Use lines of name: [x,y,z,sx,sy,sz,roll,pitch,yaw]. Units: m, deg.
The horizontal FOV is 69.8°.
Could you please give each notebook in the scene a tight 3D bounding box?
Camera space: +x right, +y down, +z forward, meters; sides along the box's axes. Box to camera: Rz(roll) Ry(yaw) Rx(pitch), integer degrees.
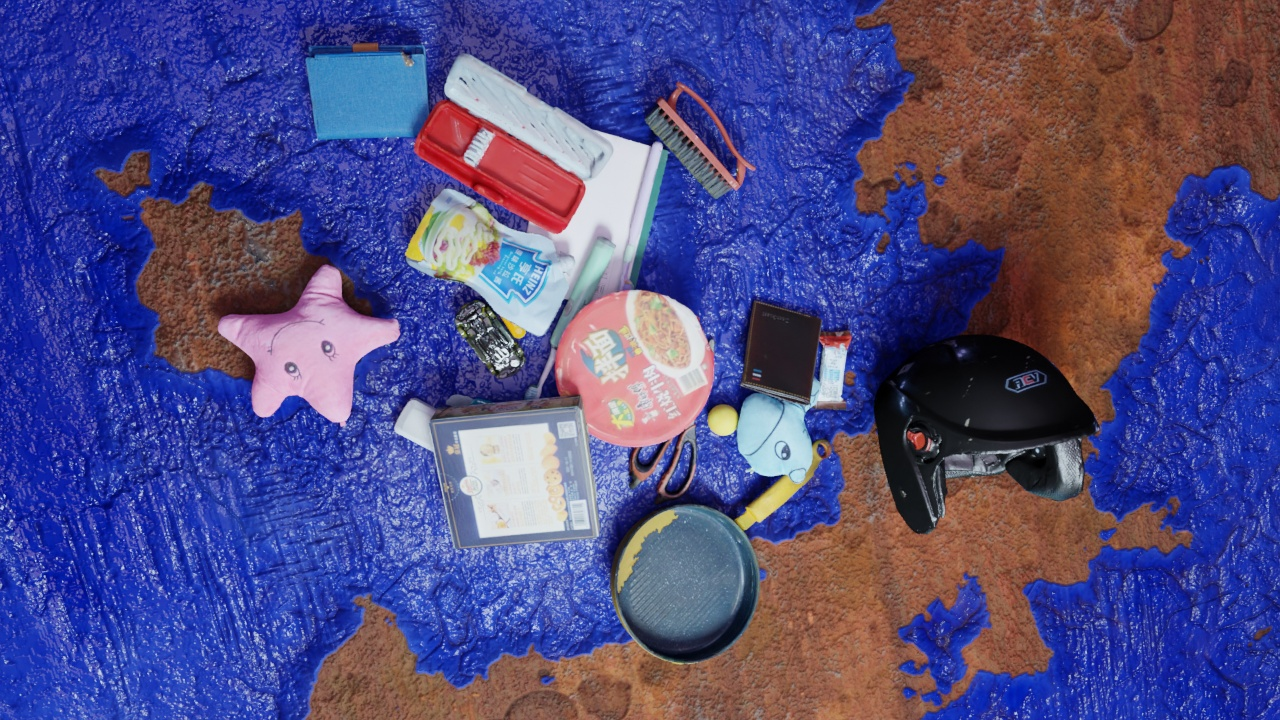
notebook: [-0.060,-0.175,1.130,0.150,0.012,0.209,12,97,-12]

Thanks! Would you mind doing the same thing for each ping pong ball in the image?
ping pong ball: [0.106,0.076,1.180,0.040,0.040,0.040,-1,98,-9]

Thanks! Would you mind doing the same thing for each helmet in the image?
helmet: [0.410,0.078,1.117,0.233,0.275,0.230,-11,73,-18]

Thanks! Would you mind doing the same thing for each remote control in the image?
remote control: [-0.240,0.095,1.136,0.125,0.024,0.049,29,94,-13]

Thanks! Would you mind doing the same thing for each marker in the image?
marker: [-0.178,-0.081,1.125,0.018,0.015,0.124,-33,100,-9]

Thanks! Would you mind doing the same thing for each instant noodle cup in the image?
instant noodle cup: [-0.007,0.007,1.131,0.194,0.065,0.194,0,99,1]

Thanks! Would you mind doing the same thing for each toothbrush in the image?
toothbrush: [0.001,-0.175,1.127,0.021,0.029,0.189,16,97,24]
toothbrush: [-0.088,-0.047,1.129,0.027,0.026,0.224,21,97,-41]

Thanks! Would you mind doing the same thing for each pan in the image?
pan: [0.117,0.228,1.182,0.356,0.078,0.197,-44,98,-19]

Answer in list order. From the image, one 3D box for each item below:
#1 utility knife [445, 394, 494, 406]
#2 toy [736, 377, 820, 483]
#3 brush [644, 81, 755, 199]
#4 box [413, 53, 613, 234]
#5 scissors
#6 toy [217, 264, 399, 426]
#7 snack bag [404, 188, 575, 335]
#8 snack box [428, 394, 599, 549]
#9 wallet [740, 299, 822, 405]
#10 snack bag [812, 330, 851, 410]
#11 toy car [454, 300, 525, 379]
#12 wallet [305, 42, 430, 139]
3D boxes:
utility knife: [-0.156,0.075,1.152,0.179,0.013,0.029,17,94,-11]
toy: [0.173,0.075,1.171,0.156,0.050,0.161,-42,90,-13]
brush: [0.074,-0.265,1.113,0.069,0.063,0.146,-41,104,12]
box: [-0.145,-0.249,1.060,0.201,0.073,0.155,29,119,-14]
scissors: [0.042,0.074,1.182,0.192,0.015,0.207,-21,101,-5]
toy: [-0.375,-0.009,1.072,0.194,0.074,0.178,-26,93,-4]
snack bag: [-0.175,-0.118,1.096,0.191,0.039,0.110,28,75,-5]
snack box: [-0.149,0.137,1.112,0.182,0.045,0.178,-5,112,3]
wallet: [0.179,-0.011,1.164,0.096,0.020,0.122,17,66,-11]
snack bag: [0.250,0.013,1.200,0.048,0.026,0.104,1,99,2]
toy car: [-0.184,-0.026,1.123,0.048,0.032,0.105,-37,108,-2]
wallet: [-0.311,-0.310,1.058,0.133,0.040,0.106,-5,108,-10]
